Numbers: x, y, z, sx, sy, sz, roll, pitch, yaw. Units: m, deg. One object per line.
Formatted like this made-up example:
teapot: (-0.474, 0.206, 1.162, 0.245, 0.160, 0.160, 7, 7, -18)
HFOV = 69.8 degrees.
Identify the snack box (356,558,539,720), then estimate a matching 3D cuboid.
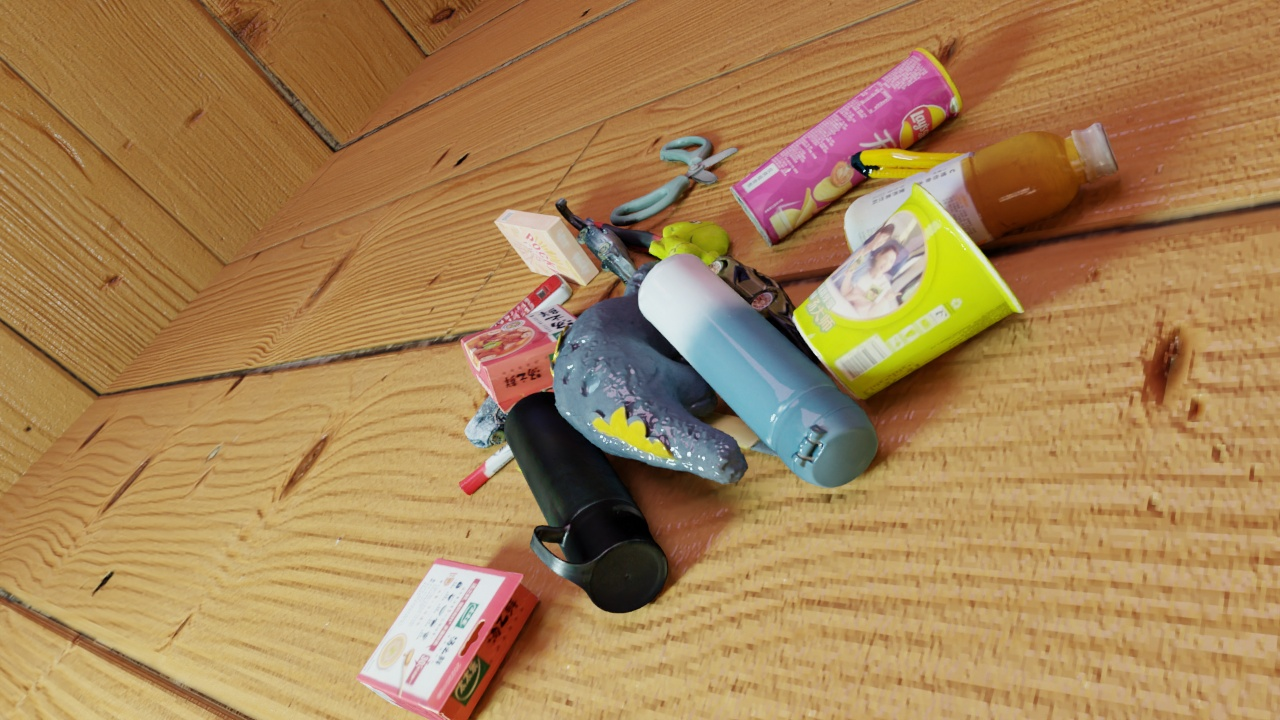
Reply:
snack box: (-0.140, 0.214, 0.698, 0.127, 0.044, 0.113, -5, 44, 47)

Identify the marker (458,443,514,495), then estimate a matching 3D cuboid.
marker: (-0.115, 0.077, 0.882, 0.145, 0.017, 0.017, -40, 29, 0)

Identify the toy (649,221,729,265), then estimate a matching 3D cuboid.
toy: (0.052, -0.114, 0.910, 0.099, 0.031, 0.097, -20, 37, -39)

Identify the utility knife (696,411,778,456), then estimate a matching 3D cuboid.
utility knife: (0.060, 0.053, 0.711, 0.030, 0.021, 0.205, -52, 25, -18)

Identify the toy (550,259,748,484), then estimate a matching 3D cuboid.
toy: (-0.004, 0.004, 0.761, 0.138, 0.091, 0.355, -14, 29, 3)

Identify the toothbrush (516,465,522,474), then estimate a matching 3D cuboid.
toothbrush: (-0.050, 0.033, 0.866, 0.189, 0.015, 0.017, -50, 16, -17)

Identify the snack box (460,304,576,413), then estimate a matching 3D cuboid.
snack box: (-0.108, -0.006, 0.918, 0.113, 0.044, 0.127, -21, 24, -17)

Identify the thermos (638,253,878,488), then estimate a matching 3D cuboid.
thermos: (0.079, 0.003, 0.653, 0.070, 0.070, 0.220, -41, 49, -1)

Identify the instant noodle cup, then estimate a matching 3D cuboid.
instant noodle cup: (0.174, -0.039, 0.629, 0.124, 0.111, 0.111, -40, 28, 17)

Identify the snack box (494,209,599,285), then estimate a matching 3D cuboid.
snack box: (-0.116, -0.138, 1.107, 0.026, 0.084, 0.157, -44, 29, -14)

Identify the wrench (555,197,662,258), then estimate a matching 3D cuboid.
wrench: (-0.028, -0.148, 1.061, 0.016, 0.056, 0.273, -47, 34, -9)

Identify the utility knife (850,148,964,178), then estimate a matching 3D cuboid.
utility knife: (0.260, -0.156, 0.739, 0.216, 0.033, 0.015, 14, 69, 47)

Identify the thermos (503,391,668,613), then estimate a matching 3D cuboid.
thermos: (-0.059, 0.099, 0.716, 0.068, 0.090, 0.242, -69, 25, 14)

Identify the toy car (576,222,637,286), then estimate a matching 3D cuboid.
toy car: (-0.032, -0.119, 1.016, 0.037, 0.054, 0.120, -42, 30, 0)

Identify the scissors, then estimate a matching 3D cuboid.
scissors: (0.029, -0.219, 1.107, 0.170, 0.019, 0.171, -32, 32, -2)

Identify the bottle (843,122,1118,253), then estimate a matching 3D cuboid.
bottle: (0.248, -0.120, 0.681, 0.190, 0.068, 0.067, -20, 35, 32)

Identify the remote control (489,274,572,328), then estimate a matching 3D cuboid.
remote control: (-0.140, -0.049, 1.080, 0.136, 0.020, 0.056, -40, 30, 0)

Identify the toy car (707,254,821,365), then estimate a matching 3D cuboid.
toy car: (0.101, -0.040, 0.743, 0.042, 0.070, 0.158, -38, 32, -2)

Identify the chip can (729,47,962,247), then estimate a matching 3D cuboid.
chip can: (0.188, -0.195, 0.851, 0.211, 0.071, 0.071, -36, 30, 9)

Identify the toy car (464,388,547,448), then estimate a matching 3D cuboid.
toy car: (-0.136, 0.045, 0.937, 0.105, 0.031, 0.049, -48, 32, -16)
